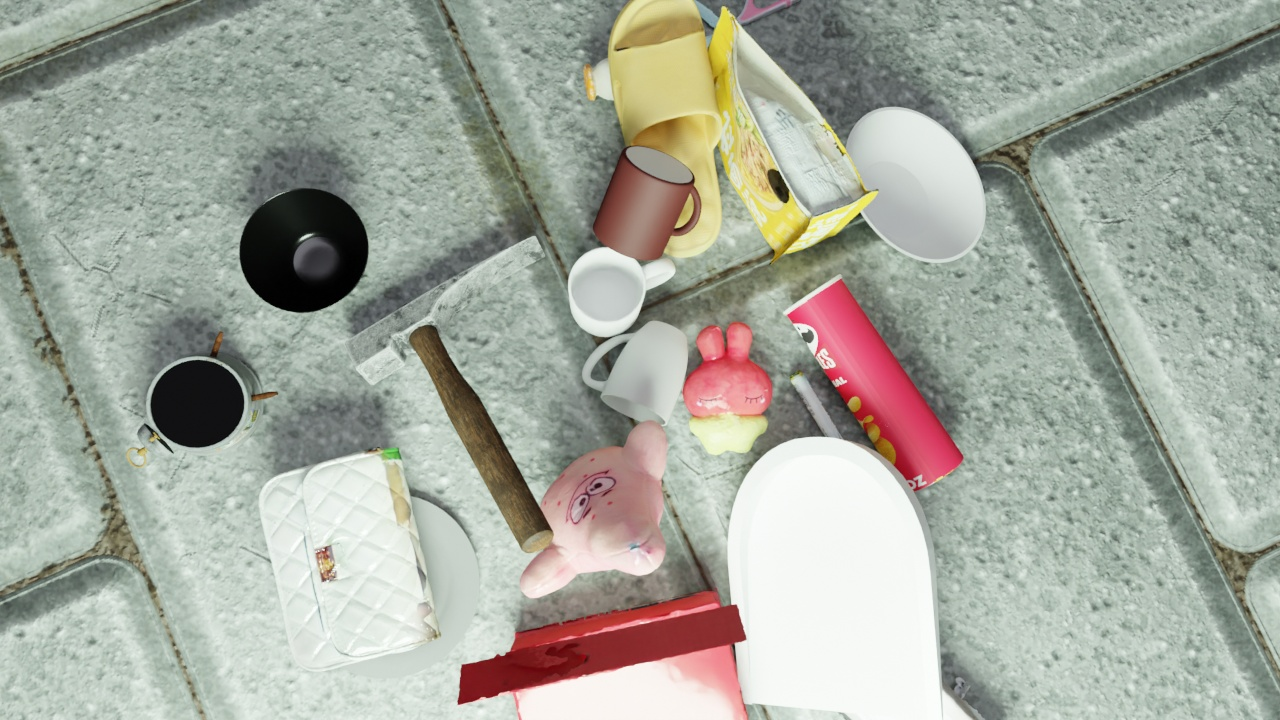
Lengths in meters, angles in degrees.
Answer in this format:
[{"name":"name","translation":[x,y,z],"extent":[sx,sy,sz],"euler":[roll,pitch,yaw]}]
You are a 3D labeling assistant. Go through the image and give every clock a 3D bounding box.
[{"name":"clock","translation":[-0.437,0.051,0.894],"extent":[0.147,0.056,0.104],"euler":[-42,96,-11]}]

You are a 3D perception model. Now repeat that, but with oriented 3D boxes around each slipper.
[{"name":"slipper","translation":[0.029,-0.229,0.900],"extent":[0.099,0.078,0.263],"euler":[-10,106,0]}]

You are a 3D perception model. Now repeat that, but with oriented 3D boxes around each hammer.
[{"name":"hammer","translation":[-0.127,0.032,0.857],"extent":[0.217,0.037,0.300],"euler":[-32,58,-6]}]

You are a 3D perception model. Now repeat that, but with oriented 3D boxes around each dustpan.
[{"name":"dustpan","translation":[0.176,0.203,0.866],"extent":[0.192,0.053,0.257],"euler":[-4,81,26]}]

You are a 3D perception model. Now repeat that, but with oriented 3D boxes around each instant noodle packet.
[{"name":"instant noodle packet","translation":[0.122,-0.217,0.899],"extent":[0.084,0.163,0.221],"euler":[-30,86,-5]}]

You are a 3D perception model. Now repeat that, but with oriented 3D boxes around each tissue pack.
[{"name":"tissue pack","translation":[0.272,0.345,0.900],"extent":[0.181,0.071,0.104],"euler":[43,99,5]}]

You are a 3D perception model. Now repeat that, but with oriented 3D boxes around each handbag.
[{"name":"handbag","translation":[-0.275,0.188,0.865],"extent":[0.139,0.072,0.195],"euler":[-15,85,-5]}]

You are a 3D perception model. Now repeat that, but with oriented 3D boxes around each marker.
[{"name":"marker","translation":[0.197,0.075,0.943],"extent":[0.017,0.017,0.146],"euler":[-31,86,-6]}]

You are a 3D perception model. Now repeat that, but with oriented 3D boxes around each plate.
[{"name":"plate","translation":[-0.248,0.222,0.907],"extent":[0.178,0.012,0.178],"euler":[0,84,-3]},{"name":"plate","translation":[0.274,-0.175,0.948],"extent":[0.173,0.036,0.173],"euler":[7,70,-21]}]

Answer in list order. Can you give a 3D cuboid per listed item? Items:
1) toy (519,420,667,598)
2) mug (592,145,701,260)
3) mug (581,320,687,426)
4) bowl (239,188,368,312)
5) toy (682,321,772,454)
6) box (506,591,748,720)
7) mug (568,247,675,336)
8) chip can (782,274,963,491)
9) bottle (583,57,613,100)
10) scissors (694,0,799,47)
[{"name":"toy","translation":[-0.031,0.140,0.815],"extent":[0.097,0.237,0.192],"euler":[40,83,-13]},{"name":"mug","translation":[0.016,-0.148,0.875],"extent":[0.105,0.083,0.073],"euler":[1,39,-33]},{"name":"mug","translation":[-0.005,0.005,0.923],"extent":[0.107,0.071,0.089],"euler":[15,73,26]},{"name":"bowl","translation":[-0.329,-0.105,0.918],"extent":[0.124,0.052,0.124],"euler":[0,84,-3]},{"name":"toy","translation":[0.089,0.028,0.929],"extent":[0.091,0.045,0.135],"euler":[1,90,-5]},{"name":"box","translation":[0.004,0.382,0.975],"extent":[0.213,0.375,0.148],"euler":[-14,53,0]},{"name":"mug","translation":[-0.017,-0.073,0.912],"extent":[0.110,0.090,0.073],"euler":[-23,85,-5]},{"name":"chip can","translation":[0.234,0.023,0.925],"extent":[0.069,0.069,0.220],"euler":[-33,87,-6]},{"name":"bottle","translation":[-0.003,-0.295,0.950],"extent":[0.108,0.063,0.063],"euler":[-10,84,-5]},{"name":"scissors","translation":[0.115,-0.344,0.987],"extent":[0.170,0.013,0.175],"euler":[-27,85,-6]}]
